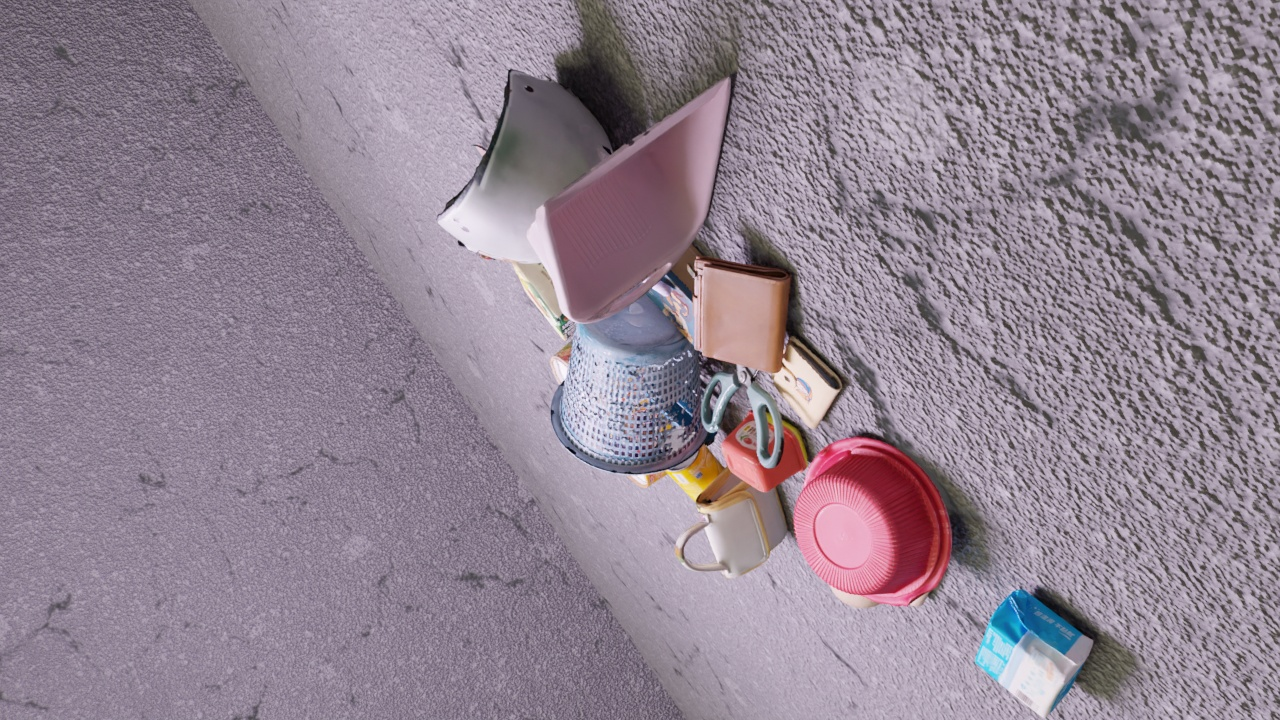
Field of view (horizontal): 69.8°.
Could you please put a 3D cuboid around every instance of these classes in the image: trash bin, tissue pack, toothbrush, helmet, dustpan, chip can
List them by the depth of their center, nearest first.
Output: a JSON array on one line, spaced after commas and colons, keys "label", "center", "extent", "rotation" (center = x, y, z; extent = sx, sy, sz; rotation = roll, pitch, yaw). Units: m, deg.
[{"label": "dustpan", "center": [0.002, -0.136, 0.921], "extent": [0.139, 0.222, 0.274], "rotation": [54, 167, -9]}, {"label": "tissue pack", "center": [0.404, 0.300, 0.945], "extent": [0.090, 0.063, 0.140], "rotation": [38, 157, 34]}, {"label": "helmet", "center": [-0.110, -0.207, 1.080], "extent": [0.157, 0.230, 0.274], "rotation": [29, -176, 0]}, {"label": "toothbrush", "center": [-0.024, -0.118, 1.125], "extent": [0.189, 0.029, 0.021], "rotation": [35, 116, 43]}, {"label": "trash bin", "center": [-0.007, 0.007, 1.222], "extent": [0.226, 0.226, 0.195], "rotation": [42, 145, 32]}, {"label": "chip can", "center": [0.092, 0.174, 1.358], "extent": [0.072, 0.072, 0.213], "rotation": [38, 173, 38]}]

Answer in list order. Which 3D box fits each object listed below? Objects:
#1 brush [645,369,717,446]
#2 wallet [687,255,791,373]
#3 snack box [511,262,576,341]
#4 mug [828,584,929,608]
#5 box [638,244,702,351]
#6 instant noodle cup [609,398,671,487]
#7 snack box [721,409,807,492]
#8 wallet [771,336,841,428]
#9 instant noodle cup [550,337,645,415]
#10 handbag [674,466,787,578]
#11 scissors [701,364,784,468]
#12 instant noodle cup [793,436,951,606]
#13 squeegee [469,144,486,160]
[{"label": "brush", "center": [0.059, 0.065, 1.361], "extent": [0.144, 0.055, 0.074], "rotation": [45, 162, 24]}, {"label": "wallet", "center": [0.101, -0.050, 1.005], "extent": [0.119, 0.035, 0.131], "rotation": [16, 135, 20]}, {"label": "snack box", "center": [-0.135, -0.105, 1.435], "extent": [0.114, 0.063, 0.240], "rotation": [52, 174, 4]}, {"label": "mug", "center": [0.294, 0.251, 1.114], "extent": [0.125, 0.084, 0.104], "rotation": [20, 149, 16]}, {"label": "box", "center": [0.042, -0.101, 1.113], "extent": [0.184, 0.059, 0.090], "rotation": [45, 159, 18]}, {"label": "instant noodle cup", "center": [0.017, 0.133, 1.497], "extent": [0.138, 0.109, 0.138], "rotation": [44, 158, 23]}, {"label": "snack box", "center": [0.158, 0.119, 1.184], "extent": [0.091, 0.080, 0.082], "rotation": [29, 150, 50]}, {"label": "wallet", "center": [0.184, 0.025, 1.050], "extent": [0.087, 0.024, 0.115], "rotation": [51, 163, 19]}, {"label": "instant noodle cup", "center": [-0.067, 0.015, 1.485], "extent": [0.151, 0.111, 0.152], "rotation": [46, 160, 22]}, {"label": "handbag", "center": [0.130, 0.249, 1.329], "extent": [0.063, 0.178, 0.163], "rotation": [25, 145, 46]}, {"label": "scissors", "center": [0.130, 0.064, 1.127], "extent": [0.179, 0.019, 0.171], "rotation": [65, 144, 33]}, {"label": "instant noodle cup", "center": [0.239, 0.185, 1.007], "extent": [0.194, 0.065, 0.194], "rotation": [15, 112, 43]}, {"label": "squeegee", "center": [-0.127, -0.193, 1.333], "extent": [0.249, 0.040, 0.248], "rotation": [46, 172, 50]}]
